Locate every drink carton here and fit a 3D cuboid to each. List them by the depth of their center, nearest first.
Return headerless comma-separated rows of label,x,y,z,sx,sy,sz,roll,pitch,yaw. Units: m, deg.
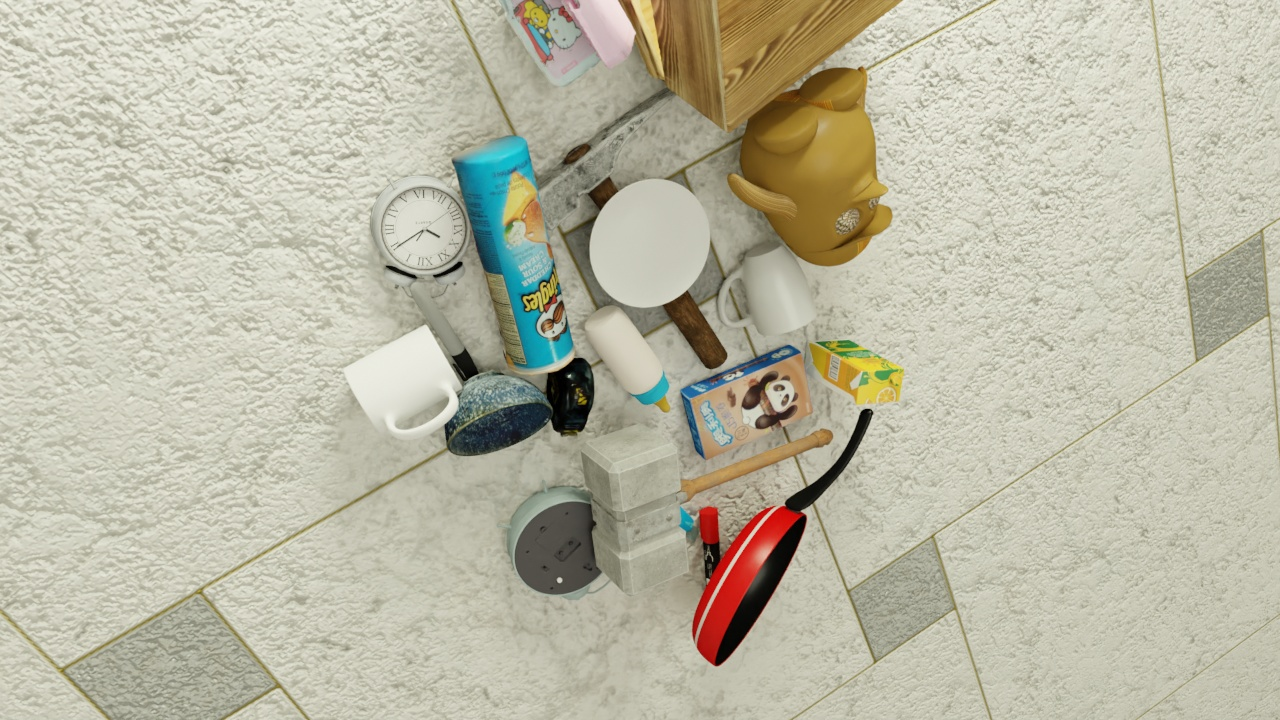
drink carton,0.250,0.013,1.078,0.058,0.122,0.041,-4,109,-22

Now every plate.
plate,0.009,-0.121,0.951,0.134,0.011,0.135,-8,113,-21

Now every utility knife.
utility knife,0.021,0.171,1.104,0.031,0.015,0.173,-43,120,0

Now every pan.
pan,0.165,0.203,1.088,0.356,0.067,0.208,-64,158,10

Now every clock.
clock,-0.211,-0.118,0.890,0.094,0.035,0.123,-6,110,-20
clock,-0.084,0.214,1.059,0.122,0.045,0.159,-44,120,-3

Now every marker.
marker,-0.197,-0.025,0.923,0.022,0.016,0.139,-57,141,-29
marker,0.089,0.252,1.158,0.023,0.021,0.145,-9,112,-11

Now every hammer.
hammer,0.042,-0.128,0.991,0.217,0.037,0.300,-39,119,-5
hammer,0.096,0.132,1.052,0.317,0.083,0.163,-17,114,-25

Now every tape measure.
tape measure,-0.076,0.033,0.981,0.042,0.072,0.072,0,137,-18

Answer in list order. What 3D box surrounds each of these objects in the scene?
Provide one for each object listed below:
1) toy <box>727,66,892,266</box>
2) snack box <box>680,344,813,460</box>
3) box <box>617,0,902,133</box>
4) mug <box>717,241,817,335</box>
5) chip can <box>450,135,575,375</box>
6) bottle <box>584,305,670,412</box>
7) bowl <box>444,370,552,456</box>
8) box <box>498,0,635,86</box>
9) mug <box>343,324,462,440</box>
toy,0.192,-0.186,0.970,0.198,0.163,0.203,-42,130,-16
snack box,0.128,0.049,1.092,0.151,0.034,0.087,-22,116,-13
box,0.108,-0.400,0.834,0.278,0.215,0.257,-40,150,-13
mug,0.135,-0.079,1.037,0.107,0.071,0.089,-17,109,14
chip can,-0.121,-0.099,0.895,0.079,0.080,0.230,-20,122,-15
bottle,-0.006,0.006,1.011,0.051,0.051,0.146,-39,118,-6
bowl,-0.154,0.048,0.953,0.114,0.060,0.114,-21,158,-9
box,-0.093,-0.337,0.792,0.095,0.087,0.202,-22,121,23
mug,-0.225,0.030,0.897,0.090,0.110,0.074,-30,144,-10
